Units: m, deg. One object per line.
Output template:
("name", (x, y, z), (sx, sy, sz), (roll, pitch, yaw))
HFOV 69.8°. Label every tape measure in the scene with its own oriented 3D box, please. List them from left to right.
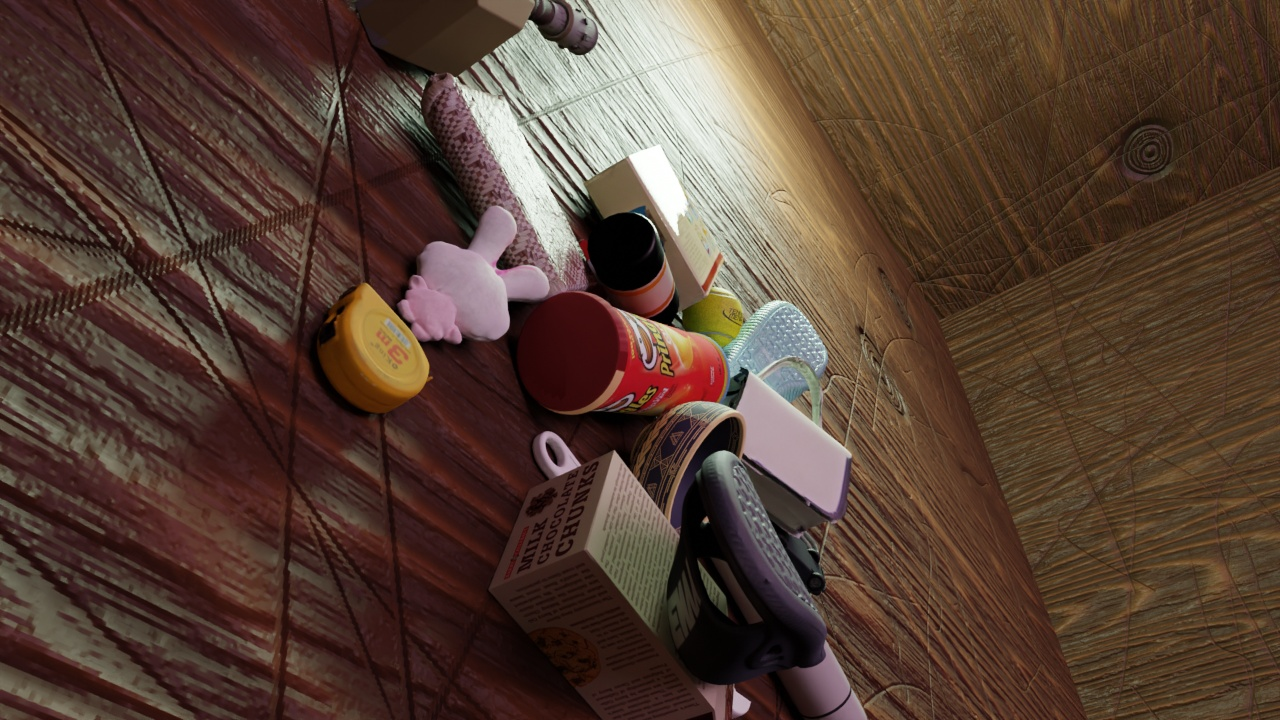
("tape measure", (-0.146, 0.000, 0.499), (0.068, 0.030, 0.058), (51, 26, -23))
("tape measure", (-0.046, -0.076, 0.811), (0.051, 0.019, 0.058), (56, 24, -19))

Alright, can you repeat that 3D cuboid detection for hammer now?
("hammer", (-0.122, -0.330, 0.815), (0.324, 0.101, 0.190), (-6, 71, -66))

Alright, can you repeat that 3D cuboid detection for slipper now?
("slipper", (0.055, 0.138, 0.554), (0.268, 0.083, 0.110), (60, 6, -61))
("slipper", (0.132, 0.014, 1.044), (0.116, 0.070, 0.275), (60, 38, -7))

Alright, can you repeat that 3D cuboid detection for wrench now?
("wrench", (0.005, 0.159, 0.672), (0.273, 0.018, 0.066), (55, 24, -18))

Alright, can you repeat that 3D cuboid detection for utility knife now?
("utility knife", (-0.002, -0.079, 0.915), (0.207, 0.015, 0.031), (62, 19, -10))

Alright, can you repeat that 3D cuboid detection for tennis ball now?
("tennis ball", (0.077, -0.046, 0.984), (0.065, 0.065, 0.065), (47, 28, -34))

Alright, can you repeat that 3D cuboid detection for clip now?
("clip", (0.159, 0.181, 0.964), (0.076, 0.043, 0.023), (55, 26, -20))

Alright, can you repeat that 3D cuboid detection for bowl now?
("bowl", (0.028, 0.079, 0.722), (0.061, 0.112, 0.112), (25, 7, 27))

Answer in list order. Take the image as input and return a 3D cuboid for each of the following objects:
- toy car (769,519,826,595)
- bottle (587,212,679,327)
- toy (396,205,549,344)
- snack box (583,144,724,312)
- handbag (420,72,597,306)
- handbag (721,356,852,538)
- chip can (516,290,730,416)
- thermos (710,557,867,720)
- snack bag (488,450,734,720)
("toy car", (0.145, 0.191, 0.913), (0.112, 0.034, 0.046), (46, 22, -22))
("bottle", (0.004, -0.055, 0.815), (0.182, 0.059, 0.059), (65, 11, -59))
("toy", (-0.114, -0.047, 0.603), (0.076, 0.037, 0.125), (55, 45, -12))
("snack box", (0.021, -0.141, 0.957), (0.153, 0.055, 0.207), (59, 16, -9))
("handbag", (-0.102, -0.127, 0.714), (0.186, 0.047, 0.124), (63, 14, -2))
("handbag", (0.138, 0.070, 0.916), (0.151, 0.074, 0.175), (36, 48, -15))
("chip can", (-0.004, 0.004, 0.729), (0.213, 0.087, 0.087), (13, 54, -63))
("thermos", (0.130, 0.240, 0.804), (0.224, 0.052, 0.052), (61, 23, -7))
("snack bag", (0.005, 0.172, 0.585), (0.206, 0.070, 0.094), (55, 24, -20))
